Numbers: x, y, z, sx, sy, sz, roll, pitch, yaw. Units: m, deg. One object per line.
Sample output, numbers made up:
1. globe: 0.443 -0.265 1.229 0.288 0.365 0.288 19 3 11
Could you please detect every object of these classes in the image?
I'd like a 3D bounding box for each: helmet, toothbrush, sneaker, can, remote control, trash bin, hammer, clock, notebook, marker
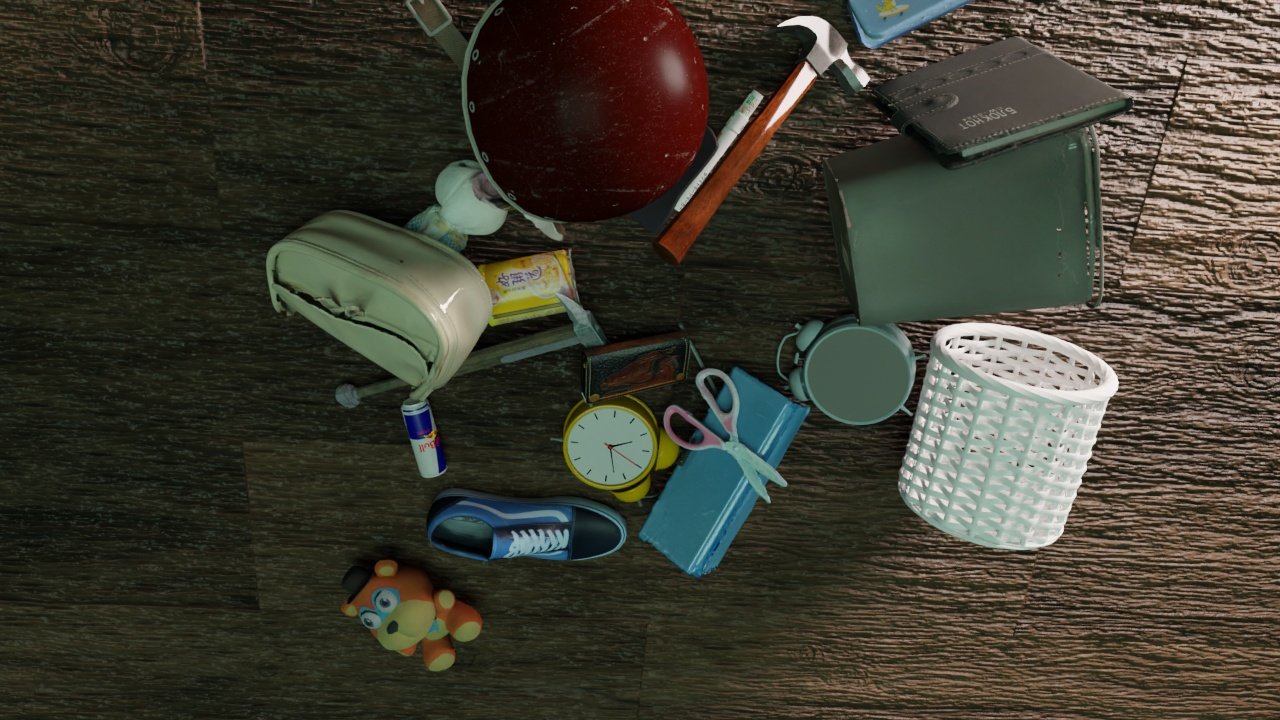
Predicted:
1. helmet: -0.062 -0.248 0.845 0.233 0.253 0.233 -18 114 -12
2. toothbrush: 0.080 0.025 1.069 0.013 0.013 0.167 -29 112 1
3. sneaker: -0.136 0.214 1.094 0.241 0.098 0.083 8 112 -6
4. can: -0.252 0.089 1.070 0.032 0.032 0.095 -10 113 1
5. remote control: 0.035 -0.194 0.966 0.046 0.009 0.125 41 108 12
6. trash bin: 0.311 -0.143 0.919 0.220 0.197 0.197 -11 115 9
7. hammer: 0.106 -0.210 0.876 0.111 0.028 0.300 43 72 -21
8. hammer: -0.196 0.001 1.015 0.317 0.028 0.147 -15 148 11
9. clock: 0.233 0.009 1.036 0.159 0.045 0.123 12 112 14
10. notebook: 0.321 -0.245 0.858 0.169 0.208 0.029 -18 120 4
11. clock: -0.024 0.104 1.078 0.152 0.052 0.114 36 107 -12
12. marker: 0.079 -0.219 0.961 0.017 0.017 0.146 33 108 -15
13. can: -0.120 -0.079 0.985 0.105 0.067 0.068 -11 113 1

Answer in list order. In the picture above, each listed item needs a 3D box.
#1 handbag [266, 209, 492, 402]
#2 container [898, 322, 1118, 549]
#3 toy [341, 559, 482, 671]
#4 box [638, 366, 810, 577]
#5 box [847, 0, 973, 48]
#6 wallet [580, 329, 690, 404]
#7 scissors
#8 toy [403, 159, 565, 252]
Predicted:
1. handbag: -0.282 -0.047 0.913 0.229 0.131 0.185 35 136 9
2. container: 0.397 0.079 1.012 0.189 0.189 0.187 5 114 -5
3. toy: -0.288 0.309 1.138 0.176 0.096 0.112 37 108 -5
4. box: 0.108 0.134 1.077 0.110 0.094 0.231 19 101 -56
5. box: 0.305 -0.374 0.882 0.210 0.064 0.069 -25 109 8
6. wallet: -0.006 0.006 1.024 0.123 0.019 0.072 -13 137 -17
7. scissors: 0.108 0.077 1.014 0.108 0.179 0.016 -58 147 6
8. toy: -0.190 -0.149 0.955 0.206 0.131 0.105 -21 70 27
